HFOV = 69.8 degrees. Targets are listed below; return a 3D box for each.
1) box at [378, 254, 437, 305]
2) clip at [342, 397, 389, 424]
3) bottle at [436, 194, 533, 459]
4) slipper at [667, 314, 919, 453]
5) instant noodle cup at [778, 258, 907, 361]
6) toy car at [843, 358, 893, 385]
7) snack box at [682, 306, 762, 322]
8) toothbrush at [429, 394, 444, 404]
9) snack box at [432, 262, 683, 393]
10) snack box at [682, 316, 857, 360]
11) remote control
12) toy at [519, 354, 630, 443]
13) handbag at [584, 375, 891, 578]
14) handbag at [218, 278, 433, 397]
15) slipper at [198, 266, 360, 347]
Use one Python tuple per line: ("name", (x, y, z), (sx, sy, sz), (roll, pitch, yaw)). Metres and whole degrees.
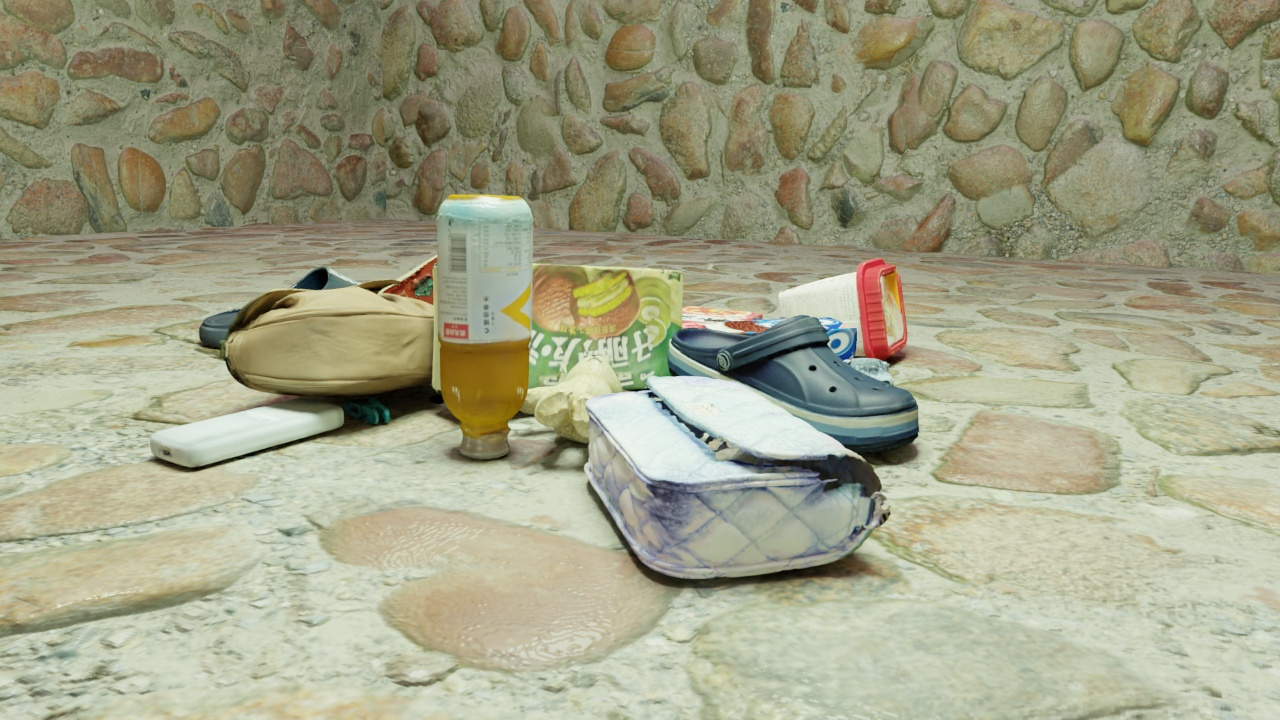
("box", (-0.231, -0.067, 0.942), (0.168, 0.079, 0.091), (-31, 13, 3))
("clip", (-0.226, 0.042, 0.768), (0.038, 0.013, 0.056), (-9, 16, -39))
("bottle", (-0.113, -0.024, 0.665), (0.068, 0.189, 0.068), (2, 11, -1))
("slipper", (0.128, 0.003, 0.778), (0.104, 0.095, 0.253), (-12, 23, -41))
("instant noodle cup", (0.237, -0.054, 1.078), (0.124, 0.116, 0.116), (-5, 8, 30))
("toy car", (0.226, 0.014, 0.919), (0.049, 0.031, 0.105), (4, 11, 10))
("snack box", (0.070, -0.035, 1.100), (0.127, 0.044, 0.113), (6, 13, 22))
("toothbrush", (-0.093, 0.038, 0.808), (0.189, 0.014, 0.016), (2, 24, 2))
("snack box", (-0.068, -0.029, 0.830), (0.239, 0.114, 0.063), (-1, 5, -39))
("snack box", (0.127, -0.011, 0.965), (0.207, 0.057, 0.058), (-3, 16, -22))
("remote control", (-0.291, 0.053, 0.689), (0.056, 0.020, 0.135), (8, 14, 32))
("toy", (-0.045, 0.031, 0.711), (0.105, 0.066, 0.157), (8, 6, 3))
("handbag", (0.044, 0.061, 0.562), (0.134, 0.075, 0.194), (-2, 13, -17))
("handbag", (-0.250, -0.018, 0.797), (0.148, 0.100, 0.204), (-3, -1, 12))
("slipper", (-0.392, -0.068, 1.112), (0.267, 0.083, 0.111), (-10, 18, -39))
